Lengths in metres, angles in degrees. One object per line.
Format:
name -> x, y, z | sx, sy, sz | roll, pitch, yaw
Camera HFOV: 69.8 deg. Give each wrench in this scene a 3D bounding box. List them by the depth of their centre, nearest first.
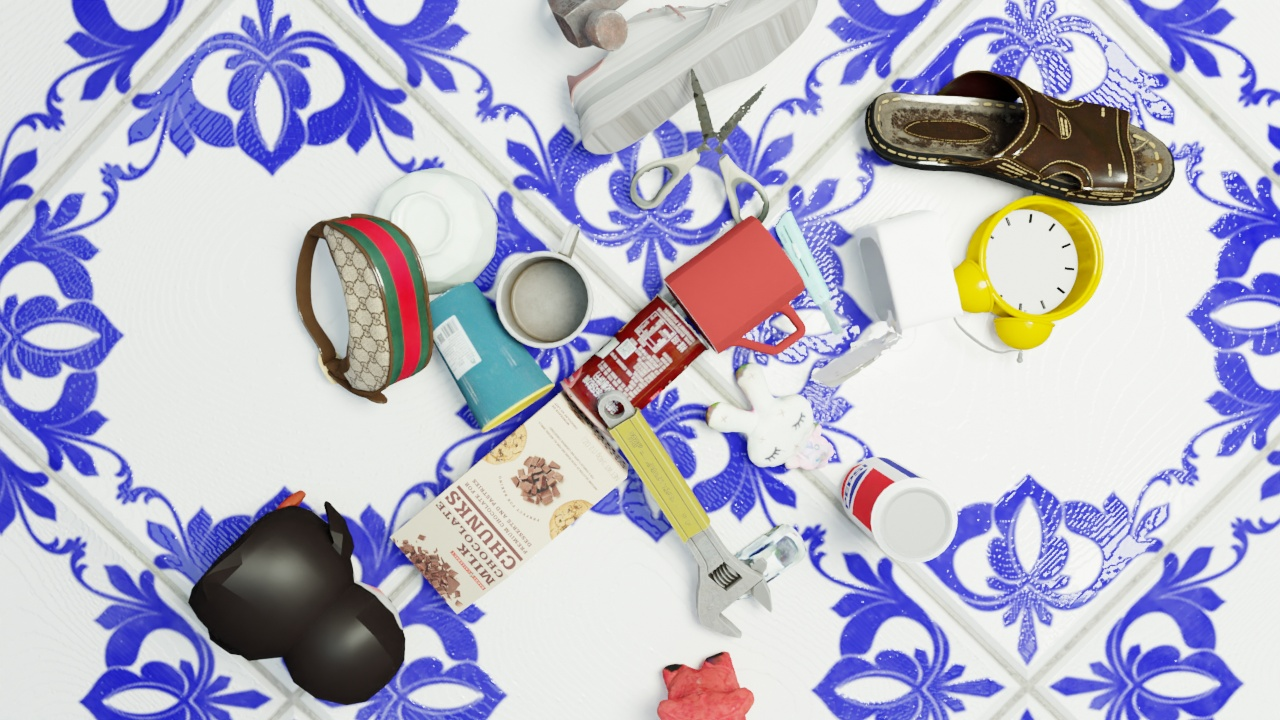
wrench -> 0.037, 0.140, 0.822 | 0.084, 0.018, 0.273 | -30, 107, 13

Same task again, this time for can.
can -> 0.223, 0.127, 0.805 | 0.070, 0.132, 0.070 | 0, 93, 0

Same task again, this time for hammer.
hammer -> 0.053, -0.377, 0.809 | 0.314, 0.138, 0.035 | -38, 129, -10

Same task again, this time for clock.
clock -> 0.348, -0.079, 0.836 | 0.113, 0.052, 0.152 | 37, 88, -2

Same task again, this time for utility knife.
utility knife -> 0.152, -0.076, 0.817 | 0.022, 0.015, 0.141 | -45, 49, 34

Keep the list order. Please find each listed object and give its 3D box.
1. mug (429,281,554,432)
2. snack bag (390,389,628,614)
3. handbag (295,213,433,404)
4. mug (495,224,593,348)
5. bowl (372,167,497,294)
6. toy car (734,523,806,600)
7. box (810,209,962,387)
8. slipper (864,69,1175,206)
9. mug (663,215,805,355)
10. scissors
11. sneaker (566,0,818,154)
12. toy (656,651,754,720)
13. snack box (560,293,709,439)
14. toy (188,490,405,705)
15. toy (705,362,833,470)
mug -> -0.143, -0.006, 0.831 | 0.078, 0.078, 0.121 | -34, 88, 2
snack bag -> -0.121, 0.131, 0.839 | 0.206, 0.070, 0.094 | -40, 92, 2
handbag -> -0.253, -0.045, 0.817 | 0.138, 0.063, 0.167 | 13, 117, 33
mug -> -0.078, -0.067, 0.827 | 0.084, 0.070, 0.113 | 23, 93, -1
bowl -> -0.191, -0.120, 0.830 | 0.117, 0.061, 0.117 | 0, 92, 0
toy car -> 0.114, 0.191, 0.862 | 0.090, 0.027, 0.038 | -37, 94, 2
box -> 0.204, -0.044, 0.814 | 0.132, 0.107, 0.152 | -14, 97, 6
slipper -> 0.333, -0.200, 0.800 | 0.268, 0.076, 0.112 | 11, 64, 4
mug -> 0.092, -0.054, 0.821 | 0.096, 0.080, 0.116 | -37, 89, 2
scissors -> 0.063, -0.175, 0.812 | 0.171, 0.012, 0.157 | -29, 124, 33
sneaker -> 0.035, -0.279, 0.803 | 0.236, 0.099, 0.089 | -29, 79, 7
toy -> 0.066, 0.336, 0.825 | 0.088, 0.132, 0.094 | -12, 102, 11
snack box -> -0.005, 0.005, 0.831 | 0.121, 0.072, 0.072 | -43, 92, 2
toy -> -0.292, 0.227, 0.809 | 0.184, 0.140, 0.159 | 44, 92, -2
toy -> 0.124, 0.060, 0.850 | 0.122, 0.038, 0.079 | 34, 86, -4
